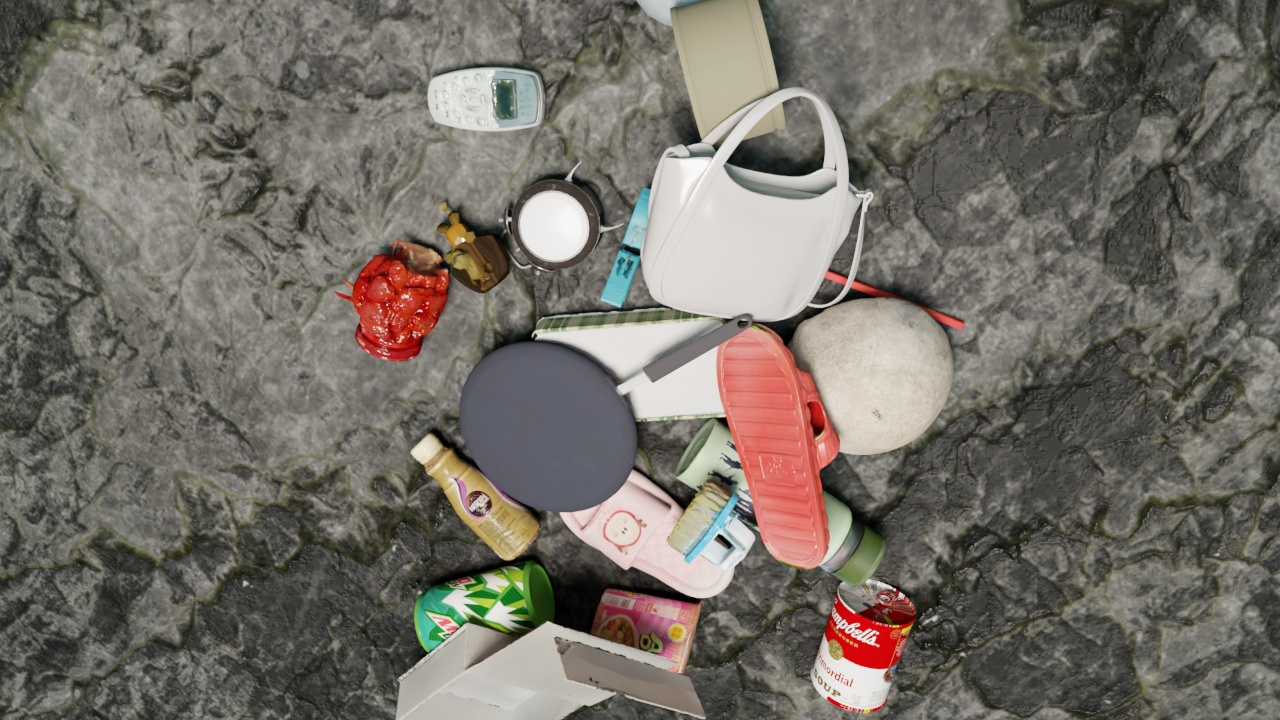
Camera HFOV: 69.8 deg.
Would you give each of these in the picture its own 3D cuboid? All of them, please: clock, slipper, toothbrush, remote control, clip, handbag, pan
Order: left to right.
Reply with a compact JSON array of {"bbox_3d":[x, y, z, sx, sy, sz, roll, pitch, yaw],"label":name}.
[{"bbox_3d":[-0.150,-0.254,0.892,0.114,0.028,0.060,3,110,6],"label":"remote control"},{"bbox_3d":[-0.088,-0.134,0.918,0.123,0.043,0.091,-31,103,16],"label":"clock"},{"bbox_3d":[-0.038,0.040,0.923,0.357,0.021,0.199,-29,102,27],"label":"pan"},{"bbox_3d":[-0.008,-0.111,0.899,0.027,0.102,0.119,21,97,-4],"label":"clip"},{"bbox_3d":[0.004,0.194,1.017,0.221,0.055,0.107,34,112,-6],"label":"slipper"},{"bbox_3d":[0.114,-0.142,0.824,0.215,0.095,0.223,8,130,-18],"label":"handbag"},{"bbox_3d":[0.142,0.079,0.889,0.104,0.059,0.249,-4,104,47],"label":"slipper"},{"bbox_3d":[0.226,-0.077,0.916,0.212,0.012,0.018,21,110,0],"label":"toothbrush"}]

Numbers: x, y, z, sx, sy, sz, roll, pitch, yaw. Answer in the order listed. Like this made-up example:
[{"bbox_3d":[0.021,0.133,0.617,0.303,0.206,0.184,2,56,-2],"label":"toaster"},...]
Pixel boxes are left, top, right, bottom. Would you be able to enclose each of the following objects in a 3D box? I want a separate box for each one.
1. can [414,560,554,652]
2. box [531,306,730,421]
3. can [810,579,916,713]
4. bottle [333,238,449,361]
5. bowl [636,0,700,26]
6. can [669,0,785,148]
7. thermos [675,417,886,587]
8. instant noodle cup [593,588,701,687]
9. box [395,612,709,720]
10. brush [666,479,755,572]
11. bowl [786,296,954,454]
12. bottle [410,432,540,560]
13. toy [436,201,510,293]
[{"bbox_3d":[-0.179,0.287,1.058,0.144,0.083,0.083,-17,106,13],"label":"can"},{"bbox_3d":[-0.006,0.006,0.956,0.206,0.050,0.118,-5,113,10],"label":"box"},{"bbox_3d":[0.245,0.314,1.012,0.086,0.086,0.116,13,110,2],"label":"can"},{"bbox_3d":[-0.252,-0.066,0.944,0.099,0.098,0.111,24,121,-2],"label":"bottle"},{"bbox_3d":[0.038,-0.356,0.826,0.106,0.039,0.106,2,110,6],"label":"bowl"},{"bbox_3d":[0.078,-0.256,0.810,0.073,0.127,0.128,-14,107,9],"label":"can"},{"bbox_3d":[0.151,0.155,0.977,0.231,0.082,0.082,33,110,-6],"label":"thermos"},{"bbox_3d":[0.005,0.307,1.043,0.109,0.097,0.098,14,111,11],"label":"instant noodle cup"},{"bbox_3d":[-0.108,0.338,0.985,0.166,0.098,0.370,26,135,-29],"label":"box"},{"bbox_3d":[0.078,0.168,0.924,0.075,0.055,0.136,33,152,6],"label":"brush"},{"bbox_3d":[0.225,0.032,0.900,0.178,0.081,0.179,1,125,1],"label":"bowl"},{"bbox_3d":[-0.187,0.148,1.023,0.060,0.059,0.166,-41,99,18],"label":"bottle"},{"bbox_3d":[-0.175,-0.116,0.930,0.076,0.062,0.100,-36,91,39],"label":"toy"}]
